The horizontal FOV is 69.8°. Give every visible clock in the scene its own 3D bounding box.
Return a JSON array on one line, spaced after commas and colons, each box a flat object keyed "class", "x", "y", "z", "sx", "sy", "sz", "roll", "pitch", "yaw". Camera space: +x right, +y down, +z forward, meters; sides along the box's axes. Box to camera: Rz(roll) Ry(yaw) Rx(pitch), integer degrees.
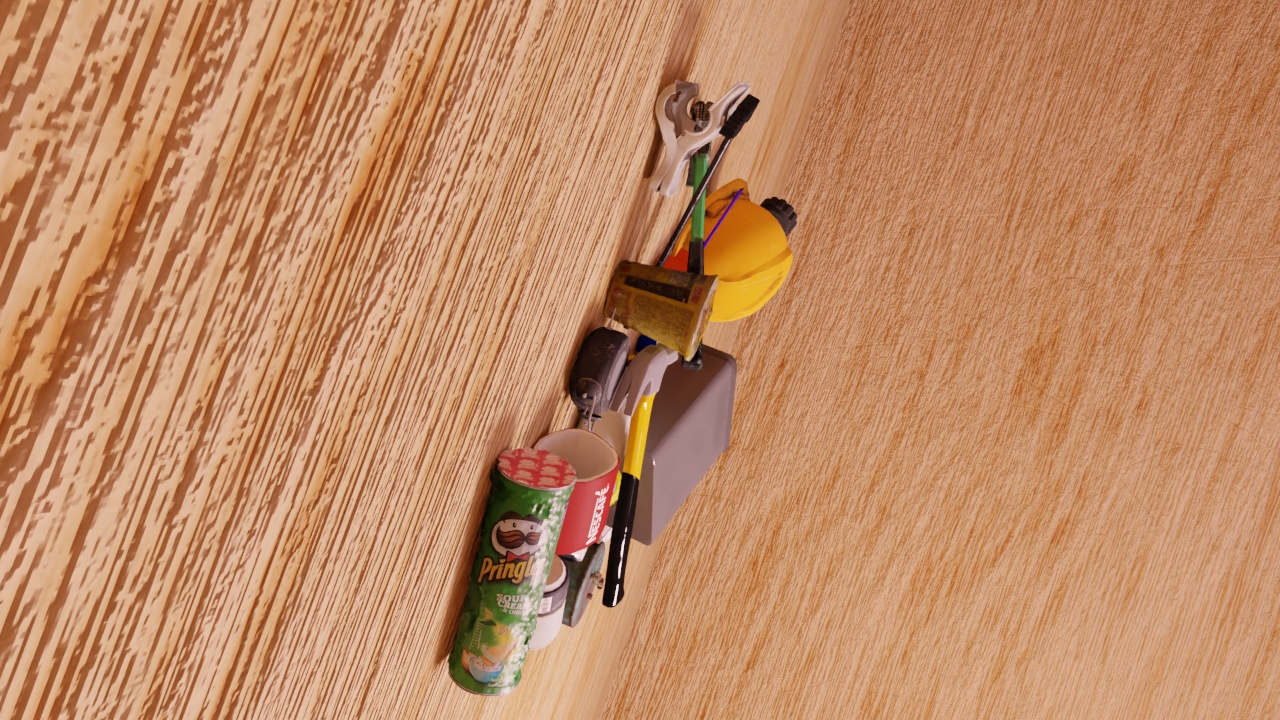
[{"class": "clock", "x": -0.047, "y": 0.014, "z": 0.970, "sx": 0.091, "sy": 0.044, "sz": 0.122, "roll": 93, "pitch": 18, "yaw": -61}, {"class": "clock", "x": -0.083, "y": 0.275, "z": 1.219, "sx": 0.121, "sy": 0.073, "sz": 0.157, "roll": 95, "pitch": 16, "yaw": -58}]

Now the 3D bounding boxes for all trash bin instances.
[{"class": "trash bin", "x": 0.036, "y": 0.110, "z": 1.263, "sx": 0.219, "sy": 0.098, "sz": 0.192, "roll": -46, "pitch": 149, "yaw": -40}]

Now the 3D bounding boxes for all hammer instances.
[{"class": "hammer", "x": -0.012, "y": 0.140, "z": 1.063, "sx": 0.126, "sy": 0.029, "sz": 0.324, "roll": -28, "pitch": 130, "yaw": -64}, {"class": "hammer", "x": 0.043, "y": -0.148, "z": 1.043, "sx": 0.326, "sy": 0.015, "sz": 0.094, "roll": -60, "pitch": 177, "yaw": 40}, {"class": "hammer", "x": 0.069, "y": -0.144, "z": 1.120, "sx": 0.130, "sy": 0.032, "sz": 0.318, "roll": 93, "pitch": 0, "yaw": -73}]

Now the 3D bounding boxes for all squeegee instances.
[{"class": "squeegee", "x": 0.041, "y": -0.108, "z": 1.222, "sx": 0.250, "sy": 0.055, "sz": 0.184, "roll": -56, "pitch": -178, "yaw": 37}]

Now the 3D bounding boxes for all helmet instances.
[{"class": "helmet", "x": 0.158, "y": -0.151, "z": 1.399, "sx": 0.254, "sy": 0.131, "sz": 0.206, "roll": -49, "pitch": 149, "yaw": -32}]

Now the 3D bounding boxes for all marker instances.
[{"class": "marker", "x": 0.022, "y": -0.041, "z": 1.351, "sx": 0.132, "sy": 0.023, "sz": 0.027, "roll": -52, "pitch": 139, "yaw": -64}]

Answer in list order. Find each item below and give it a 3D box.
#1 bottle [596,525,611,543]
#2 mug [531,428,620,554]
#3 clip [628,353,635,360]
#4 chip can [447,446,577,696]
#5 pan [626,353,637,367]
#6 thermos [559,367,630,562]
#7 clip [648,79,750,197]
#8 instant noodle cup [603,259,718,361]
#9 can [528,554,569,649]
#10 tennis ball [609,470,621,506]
[{"class": "bottle", "x": -0.063, "y": 0.259, "z": 1.410, "sx": 0.116, "sy": 0.041, "sz": 0.041, "roll": -30, "pitch": 139, "yaw": -77}, {"class": "mug", "x": -0.084, "y": 0.136, "z": 0.919, "sx": 0.116, "sy": 0.080, "sz": 0.097, "roll": -19, "pitch": 134, "yaw": -41}, {"class": "clip", "x": -0.008, "y": 0.005, "z": 1.217, "sx": 0.054, "sy": 0.048, "sz": 0.046, "roll": -21, "pitch": 88, "yaw": -77}, {"class": "chip can", "x": -0.118, "y": 0.193, "z": 0.825, "sx": 0.075, "sy": 0.075, "sz": 0.223, "roll": -45, "pitch": 152, "yaw": -71}, {"class": "pan", "x": -0.030, "y": 0.141, "z": 1.387, "sx": 0.358, "sy": 0.040, "sz": 0.207, "roll": 97, "pitch": 15, "yaw": -49}, {"class": "thermos", "x": -0.056, "y": 0.116, "z": 1.066, "sx": 0.068, "sy": 0.068, "sz": 0.229, "roll": 87, "pitch": 24, "yaw": -68}, {"class": "clip", "x": 0.047, "y": -0.251, "z": 0.976, "sx": 0.151, "sy": 0.110, "sz": 0.126, "roll": -40, "pitch": -178, "yaw": 21}, {"class": "instant noodle cup", "x": 0.022, "y": -0.062, "z": 1.020, "sx": 0.102, "sy": 0.108, "sz": 0.102, "roll": 20, "pitch": 89, "yaw": -81}, {"class": "can", "x": -0.117, "y": 0.270, "z": 1.022, "sx": 0.064, "sy": 0.064, "sz": 0.128, "roll": -61, "pitch": 166, "yaw": -49}, {"class": "tennis ball", "x": -0.055, "y": 0.155, "z": 1.152, "sx": 0.065, "sy": 0.065, "sz": 0.065, "roll": 20, "pitch": 89, "yaw": -81}]
